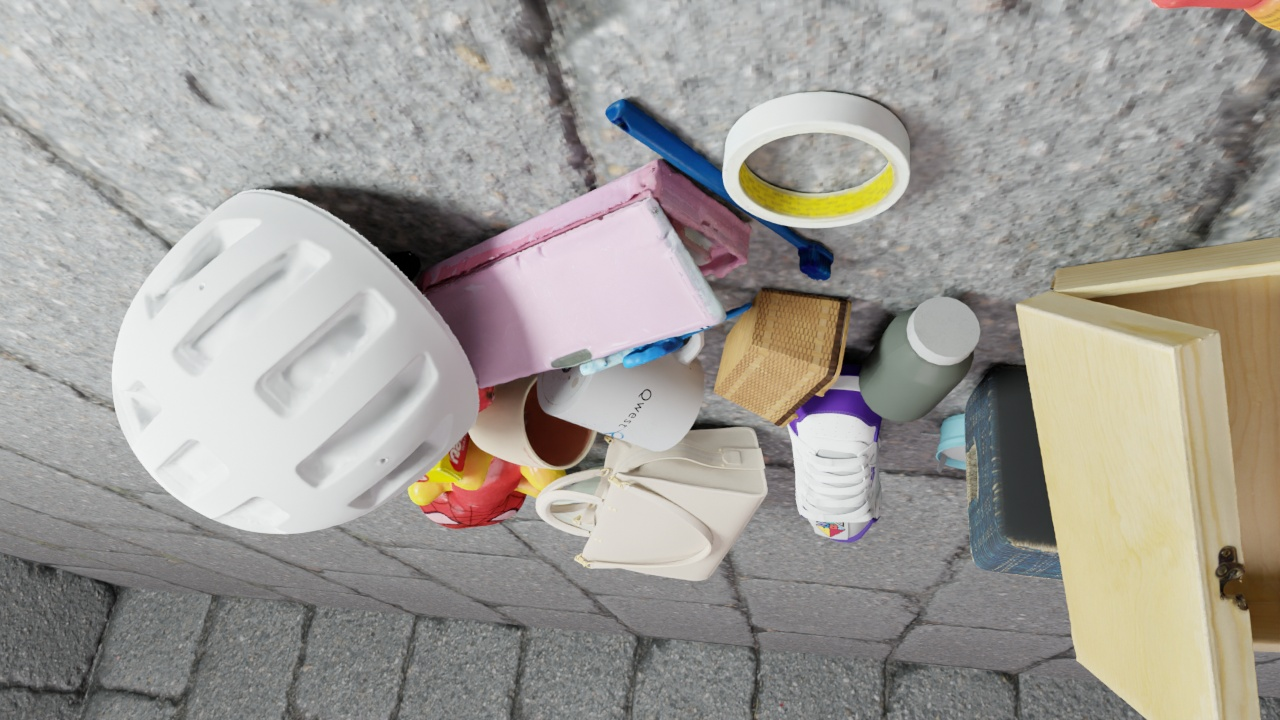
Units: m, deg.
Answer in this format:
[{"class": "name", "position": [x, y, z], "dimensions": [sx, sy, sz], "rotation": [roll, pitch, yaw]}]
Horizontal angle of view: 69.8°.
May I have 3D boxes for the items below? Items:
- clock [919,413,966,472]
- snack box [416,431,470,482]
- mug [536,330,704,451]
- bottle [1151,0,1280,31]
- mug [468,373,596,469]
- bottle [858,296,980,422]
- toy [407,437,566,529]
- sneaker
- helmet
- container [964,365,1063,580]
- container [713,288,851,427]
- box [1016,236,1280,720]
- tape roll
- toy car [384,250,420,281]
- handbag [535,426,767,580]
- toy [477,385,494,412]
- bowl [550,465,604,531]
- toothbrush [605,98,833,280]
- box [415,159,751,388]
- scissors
[{"class": "clock", "position": [0.310, 0.070, 0.781], "dimensions": [0.123, 0.042, 0.087], "rotation": [-11, 151, 39]}, {"class": "snack box", "position": [-0.256, 0.067, 0.870], "dimensions": [0.201, 0.092, 0.042], "rotation": [-2, 156, 21]}, {"class": "mug", "position": [-0.004, 0.004, 0.684], "dimensions": [0.096, 0.083, 0.120], "rotation": [22, 125, -32]}, {"class": "bottle", "position": [0.240, -0.139, 0.301], "dimensions": [0.134, 0.048, 0.071], "rotation": [4, 157, 6]}, {"class": "mug", "position": [-0.089, 0.049, 0.812], "dimensions": [0.111, 0.085, 0.104], "rotation": [-12, -175, -42]}, {"class": "bottle", "position": [0.190, 0.000, 0.627], "dimensions": [0.060, 0.060, 0.109], "rotation": [7, 157, 0]}, {"class": "toy", "position": [-0.168, 0.119, 0.961], "dimensions": [0.147, 0.098, 0.217], "rotation": [14, 155, -23]}, {"class": "sneaker", "position": [0.164, 0.089, 0.778], "dimensions": [0.092, 0.111, 0.244], "rotation": [0, 156, 17]}, {"class": "helmet", "position": [-0.231, 0.010, 0.620], "dimensions": [0.283, 0.183, 0.224], "rotation": [-25, 118, 34]}, {"class": "container", "position": [0.344, 0.085, 0.675], "dimensions": [0.187, 0.145, 0.071], "rotation": [5, 154, 6]}, {"class": "container", "position": [0.097, -0.004, 0.650], "dimensions": [0.061, 0.063, 0.114], "rotation": [17, 156, -5]}, {"class": "box", "position": [0.300, 0.073, 0.521], "dimensions": [0.178, 0.248, 0.142], "rotation": [-29, -160, -37]}, {"class": "tape roll", "position": [0.090, -0.101, 0.472], "dimensions": [0.094, 0.019, 0.094], "rotation": [6, 157, 2]}, {"class": "toy car", "position": [-0.189, -0.054, 0.635], "dimensions": [0.092, 0.042, 0.036], "rotation": [-16, 126, 43]}, {"class": "handbag", "position": [-0.002, 0.138, 0.894], "dimensions": [0.197, 0.101, 0.195], "rotation": [5, 140, -14]}, {"class": "toy", "position": [-0.180, 0.004, 0.746], "dimensions": [0.133, 0.062, 0.092], "rotation": [19, 149, 0]}, {"class": "bowl", "position": [-0.025, 0.163, 1.073], "dimensions": [0.177, 0.057, 0.177], "rotation": [6, 157, 2]}, {"class": "toothbrush", "position": [0.052, -0.089, 0.512], "dimensions": [0.016, 0.017, 0.190], "rotation": [-16, 148, 42]}, {"class": "box", "position": [-0.050, -0.039, 0.579], "dimensions": [0.233, 0.080, 0.099], "rotation": [-14, 150, 41]}, {"class": "scissors", "position": [0.015, -0.013, 0.616], "dimensions": [0.109, 0.018, 0.130], "rotation": [-12, -169, 37]}]
